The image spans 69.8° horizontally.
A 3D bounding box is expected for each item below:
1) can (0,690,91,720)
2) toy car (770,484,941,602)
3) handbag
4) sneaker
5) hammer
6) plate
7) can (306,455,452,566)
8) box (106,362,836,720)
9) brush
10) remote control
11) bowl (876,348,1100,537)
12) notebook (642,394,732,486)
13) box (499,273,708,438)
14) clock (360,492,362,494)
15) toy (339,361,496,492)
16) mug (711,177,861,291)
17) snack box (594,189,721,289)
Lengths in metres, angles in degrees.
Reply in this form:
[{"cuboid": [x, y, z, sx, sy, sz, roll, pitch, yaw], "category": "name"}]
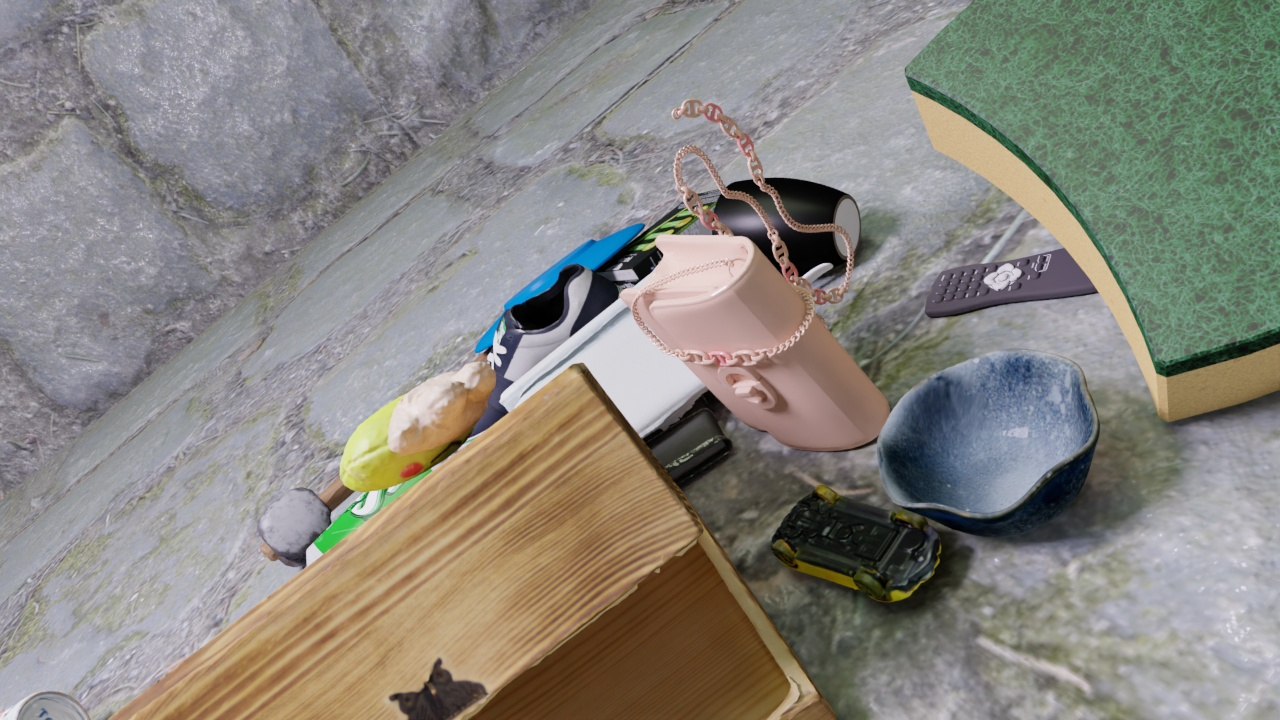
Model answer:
[{"cuboid": [-0.565, 0.359, 0.863, 0.043, 0.086, 0.086, -32, 27, 8], "category": "can"}, {"cuboid": [0.113, 0.098, 0.488, 0.049, 0.030, 0.107, -47, 26, -20], "category": "toy car"}, {"cuboid": [0.094, -0.062, 0.579, 0.117, 0.198, 0.187, 5, 57, 54], "category": "handbag"}, {"cuboid": [-0.116, -0.002, 0.851, 0.236, 0.079, 0.084, -41, 35, 20], "category": "sneaker"}, {"cuboid": [-0.247, 0.081, 0.934, 0.327, 0.052, 0.098, -44, -3, -25], "category": "hammer"}, {"cuboid": [-0.092, -0.085, 0.972, 0.224, 0.024, 0.224, -36, 10, 7], "category": "plate"}, {"cuboid": [-0.196, 0.140, 0.747, 0.139, 0.088, 0.088, -47, 28, -18], "category": "can"}, {"cuboid": [-0.080, 0.165, 0.516, 0.279, 0.220, 0.258, -39, 4, -2], "category": "box"}, {"cuboid": [0.278, -0.117, 0.451, 0.195, 0.075, 0.250, -34, 55, 13], "category": "brush"}, {"cuboid": [0.243, -0.053, 0.589, 0.125, 0.009, 0.046, -9, 39, 45], "category": "remote control"}, {"cuboid": [0.178, 0.049, 0.458, 0.110, 0.055, 0.110, -30, 27, 17], "category": "bowl"}, {"cuboid": [-0.026, 0.059, 0.730, 0.169, 0.029, 0.209, -33, 23, 5], "category": "notebook"}, {"cuboid": [-0.014, -0.008, 0.719, 0.210, 0.084, 0.186, -38, 25, -1], "category": "box"}, {"cuboid": [-0.222, 0.130, 0.843, 0.120, 0.042, 0.091, -41, 26, -5], "category": "clock"}, {"cuboid": [-0.125, 0.037, 0.532, 0.115, 0.046, 0.091, -37, -4, 42], "category": "toy"}, {"cuboid": [0.119, -0.090, 0.743, 0.100, 0.084, 0.118, 5, 78, 38], "category": "mug"}, {"cuboid": [0.029, -0.121, 0.918, 0.147, 0.025, 0.080, -40, 21, -23], "category": "snack box"}]
